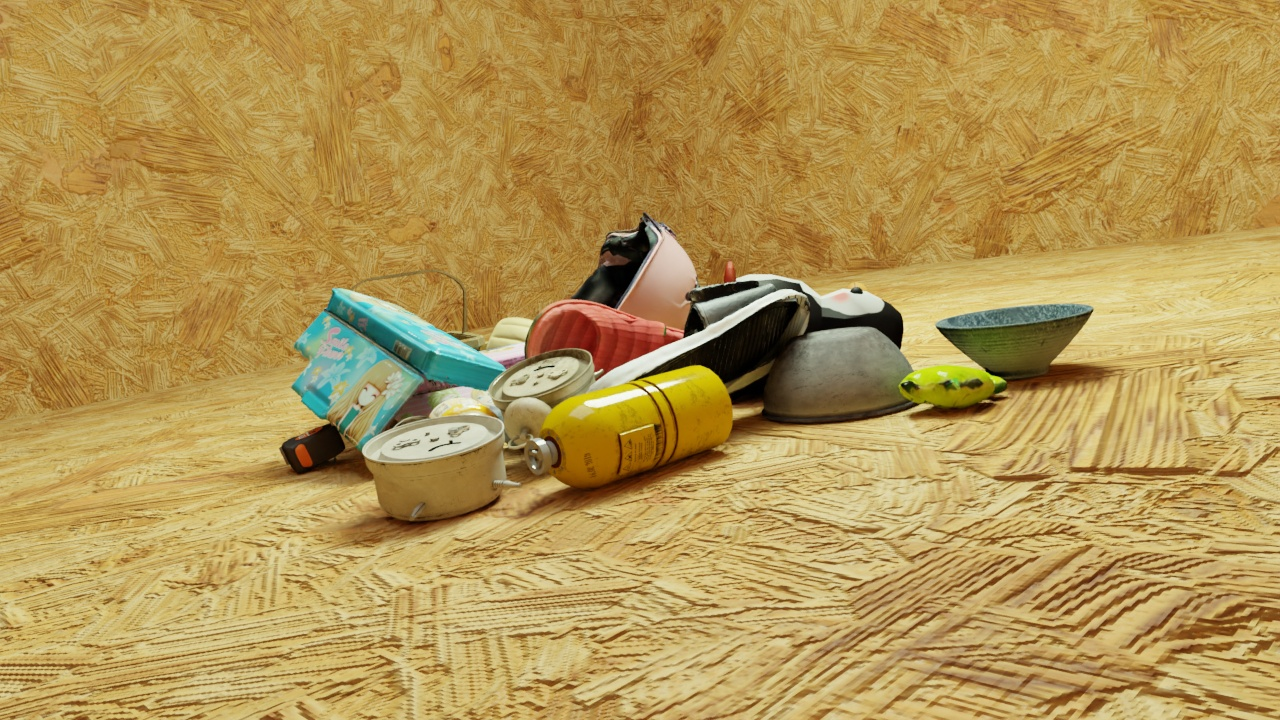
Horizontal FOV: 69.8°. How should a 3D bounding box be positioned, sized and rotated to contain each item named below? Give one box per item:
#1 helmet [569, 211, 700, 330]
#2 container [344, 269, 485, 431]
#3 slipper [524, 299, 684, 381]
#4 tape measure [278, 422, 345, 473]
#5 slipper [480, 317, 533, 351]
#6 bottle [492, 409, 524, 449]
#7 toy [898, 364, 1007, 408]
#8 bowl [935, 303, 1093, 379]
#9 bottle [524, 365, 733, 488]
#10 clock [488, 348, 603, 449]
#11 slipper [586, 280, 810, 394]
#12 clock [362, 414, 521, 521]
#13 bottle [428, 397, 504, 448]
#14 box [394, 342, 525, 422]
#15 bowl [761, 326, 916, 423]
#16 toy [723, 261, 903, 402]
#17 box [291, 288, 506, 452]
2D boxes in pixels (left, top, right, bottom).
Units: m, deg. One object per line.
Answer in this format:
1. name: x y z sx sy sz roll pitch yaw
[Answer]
1. helmet: -0.009 -0.068 1.257 0.152 0.229 0.256 35 -15 -15
2. container: -0.291 -0.018 1.169 0.157 0.186 0.250 -11 7 -19
3. slipper: -0.005 0.005 0.925 0.248 0.104 0.059 12 19 -40
4. tape measure: -0.334 0.092 0.941 0.058 0.038 0.058 -27 13 -23
5. slipper: -0.174 -0.003 1.199 0.079 0.111 0.262 34 -25 -33
6. bottle: -0.091 0.057 0.866 0.161 0.046 0.072 -7 7 18
7. toy: 0.261 0.021 0.768 0.094 0.036 0.093 -2 2 5
8. bowl: 0.350 -0.015 0.857 0.137 0.057 0.137 -8 7 1
9. bottle: -0.011 0.053 0.694 0.163 0.071 0.071 -14 8 -38
10. clock: -0.082 0.041 0.776 0.093 0.054 0.140 -11 24 17
11. slipper: 0.048 -0.007 0.817 0.263 0.111 0.063 -30 55 -29
12. clock: -0.160 0.080 0.705 0.103 0.061 0.157 -14 16 -27
13. bottle: -0.160 0.063 0.813 0.063 0.063 0.109 -11 10 -20
14. box: -0.165 0.021 1.006 0.230 0.063 0.160 -12 28 -20
15. bowl: 0.179 0.009 0.836 0.145 0.067 0.145 -9 6 1
16. toy: 0.178 -0.018 0.953 0.184 0.140 0.159 2 -25 8
17. box: -0.263 -0.009 0.929 0.169 0.085 0.227 -24 34 -34
